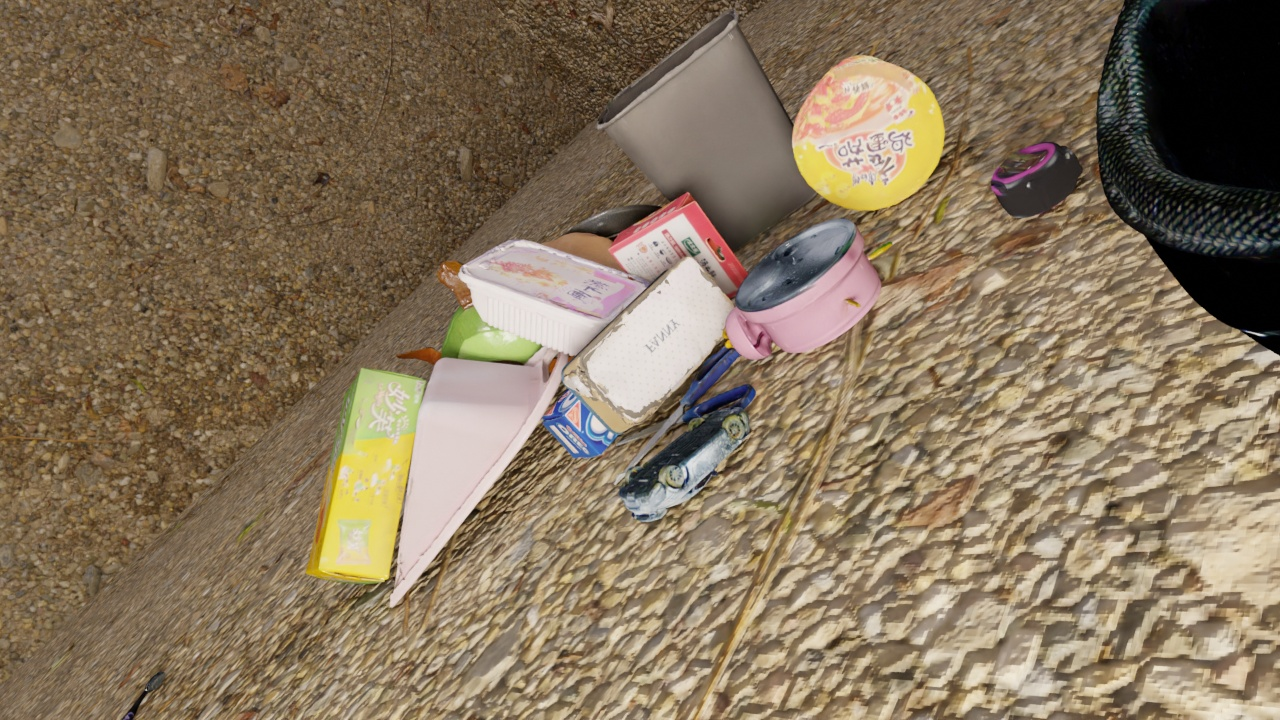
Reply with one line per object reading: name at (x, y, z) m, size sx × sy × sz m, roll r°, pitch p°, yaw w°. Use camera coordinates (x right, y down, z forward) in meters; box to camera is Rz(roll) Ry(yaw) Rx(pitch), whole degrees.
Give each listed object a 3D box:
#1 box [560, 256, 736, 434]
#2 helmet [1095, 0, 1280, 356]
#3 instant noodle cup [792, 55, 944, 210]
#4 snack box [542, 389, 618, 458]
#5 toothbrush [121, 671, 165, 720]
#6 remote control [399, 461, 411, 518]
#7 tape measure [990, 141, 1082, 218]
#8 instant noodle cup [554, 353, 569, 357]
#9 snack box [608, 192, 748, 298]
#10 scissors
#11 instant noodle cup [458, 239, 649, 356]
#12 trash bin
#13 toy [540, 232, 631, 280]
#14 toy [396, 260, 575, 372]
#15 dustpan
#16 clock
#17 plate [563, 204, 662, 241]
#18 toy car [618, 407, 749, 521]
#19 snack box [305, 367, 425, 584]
box at (0.015, -0.019, 0.853) m, size 0.183 × 0.090 × 0.059 m, roll -43°, pitch 4°, yaw -28°
helmet at (0.298, -0.105, 0.293) m, size 0.275 × 0.230 × 0.232 m, roll -30°, pitch 35°, yaw 30°
instant noodle cup at (0.227, -0.228, 0.898) m, size 0.138 × 0.138 × 0.109 m, roll -29°, pitch 13°, yaw 30°
snack box at (-0.005, 0.005, 0.907) m, size 0.207 × 0.058 × 0.057 m, roll -48°, pitch 17°, yaw -23°
toothbrush at (-0.664, 0.471, 1.173) m, size 0.017 × 0.014 × 0.188 m, roll -20°, pitch 24°, yaw 19°
remote control at (-0.280, 0.157, 1.063) m, size 0.136 × 0.020 × 0.055 m, roll 135°, pitch 144°, yaw -62°
tape measure at (0.292, -0.136, 0.682) m, size 0.057 × 0.039 × 0.058 m, roll -45°, pitch 19°, yaw -14°
instant noodle cup at (-0.130, -0.056, 1.196) m, size 0.138 × 0.138 × 0.108 m, roll -30°, pitch 29°, yaw 28°
snack box at (0.049, -0.110, 0.981) m, size 0.127 × 0.113 × 0.044 m, roll -24°, pitch 23°, yaw 39°
scissors at (0.041, 0.043, 0.799) m, size 0.175 × 0.012 × 0.163 m, roll -51°, pitch 20°, yaw -25°
instant noodle cup at (-0.089, -0.061, 0.952) m, size 0.137 × 0.173 × 0.060 m, roll -45°, pitch -27°, yaw -59°
trash bin at (0.090, -0.265, 1.099) m, size 0.199 × 0.220 × 0.198 m, roll -33°, pitch 20°, yaw 18°
toy at (-0.067, -0.110, 1.110) m, size 0.226 × 0.083 × 0.143 m, roll 8°, pitch 26°, yaw 10°
toy at (-0.174, -0.011, 1.098) m, size 0.247 × 0.227 × 0.089 m, roll 107°, pitch 163°, yaw -47°
dustpan at (-0.167, 0.104, 0.968) m, size 0.222 × 0.138 × 0.274 m, roll -106°, pitch 27°, yaw -68°
clock at (0.130, -0.055, 0.781) m, size 0.159 × 0.060 × 0.117 m, roll -18°, pitch 29°, yaw 45°
plate at (-0.031, -0.149, 1.228) m, size 0.179 × 0.024 × 0.180 m, roll -14°, pitch -21°, yaw -6°
toy car at (0.036, 0.076, 0.693) m, size 0.120 × 0.037 × 0.054 m, roll -39°, pitch 14°, yaw -31°
snack box at (-0.292, 0.126, 0.970) m, size 0.158 × 0.070 × 0.209 m, roll 151°, pitch 129°, yaw -63°
